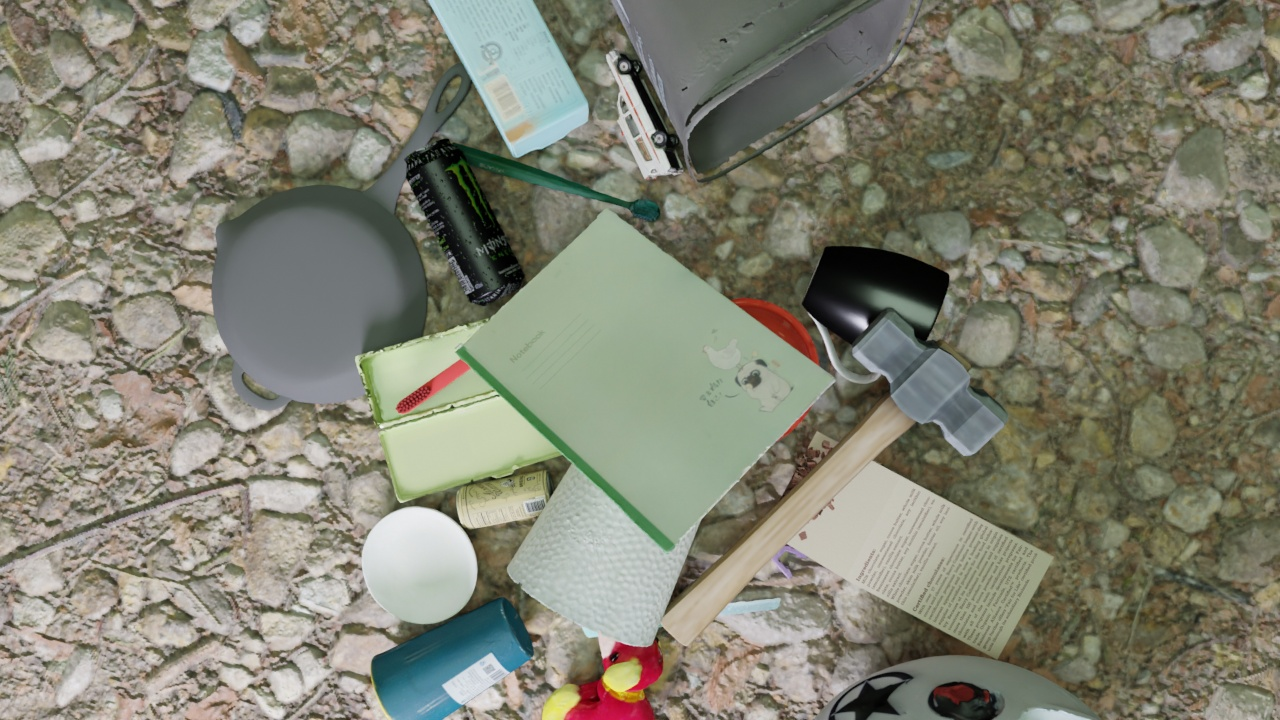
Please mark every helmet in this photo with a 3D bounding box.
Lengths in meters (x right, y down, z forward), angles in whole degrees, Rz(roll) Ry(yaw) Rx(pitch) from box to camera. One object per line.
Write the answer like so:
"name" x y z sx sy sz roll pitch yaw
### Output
"helmet" 0.244 0.330 0.722 0.264 0.163 0.236 -26 111 5

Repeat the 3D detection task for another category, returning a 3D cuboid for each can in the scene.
"can" -0.148 -0.115 0.774 0.054 0.054 0.137 -26 98 3
"can" -0.116 0.121 0.795 0.079 0.038 0.038 -12 91 3

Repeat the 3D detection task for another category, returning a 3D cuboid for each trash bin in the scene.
"trash bin" -0.013 0.127 0.751 0.133 0.133 0.161 27 88 1
"trash bin" 0.066 -0.294 0.706 0.197 0.197 0.220 -31 84 4

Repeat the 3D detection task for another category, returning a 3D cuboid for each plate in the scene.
"plate" -0.189 0.176 0.803 0.104 0.026 0.104 1 96 8

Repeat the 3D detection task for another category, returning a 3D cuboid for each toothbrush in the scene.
"toothbrush" -0.117 -0.018 0.771 0.212 0.018 0.012 -35 93 -3
"toothbrush" -0.074 -0.154 0.791 0.190 0.017 0.016 17 90 -1

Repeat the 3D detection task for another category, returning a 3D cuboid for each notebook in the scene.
"notebook" -0.004 0.004 0.722 0.181 0.010 0.252 -45 64 -10

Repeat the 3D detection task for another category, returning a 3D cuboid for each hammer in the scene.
"hammer" 0.132 0.110 0.727 0.117 0.051 0.323 43 106 3

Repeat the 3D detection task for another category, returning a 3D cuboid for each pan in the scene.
"pan" -0.250 -0.109 0.801 0.216 0.024 0.354 34 92 1

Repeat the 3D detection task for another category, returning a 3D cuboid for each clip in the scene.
"clip" 0.124 0.166 0.801 0.046 0.014 0.050 -27 93 3

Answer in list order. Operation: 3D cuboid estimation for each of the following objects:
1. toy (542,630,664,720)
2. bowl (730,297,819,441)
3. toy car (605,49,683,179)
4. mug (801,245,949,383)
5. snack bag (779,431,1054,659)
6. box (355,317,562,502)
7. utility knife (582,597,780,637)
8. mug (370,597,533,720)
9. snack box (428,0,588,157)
"toy" -0.022 0.293 0.787 0.105 0.067 0.137 26 103 -8
"bowl" 0.090 0.012 0.780 0.130 0.045 0.130 0 91 2
"toy car" -0.002 -0.207 0.783 0.039 0.039 0.113 -26 90 24
"mug" 0.184 -0.038 0.764 0.100 0.084 0.119 23 122 7
"snack bag" 0.217 0.149 0.767 0.206 0.070 0.094 28 93 1
"box" -0.136 0.034 0.791 0.187 0.024 0.137 -18 90 -4
"utility knife" 0.035 0.222 0.807 0.177 0.015 0.022 -7 96 -1
"mug" -0.157 0.258 0.786 0.121 0.078 0.078 -29 90 -2
"snack box" -0.115 -0.266 0.774 0.075 0.053 0.174 -29 91 -3
